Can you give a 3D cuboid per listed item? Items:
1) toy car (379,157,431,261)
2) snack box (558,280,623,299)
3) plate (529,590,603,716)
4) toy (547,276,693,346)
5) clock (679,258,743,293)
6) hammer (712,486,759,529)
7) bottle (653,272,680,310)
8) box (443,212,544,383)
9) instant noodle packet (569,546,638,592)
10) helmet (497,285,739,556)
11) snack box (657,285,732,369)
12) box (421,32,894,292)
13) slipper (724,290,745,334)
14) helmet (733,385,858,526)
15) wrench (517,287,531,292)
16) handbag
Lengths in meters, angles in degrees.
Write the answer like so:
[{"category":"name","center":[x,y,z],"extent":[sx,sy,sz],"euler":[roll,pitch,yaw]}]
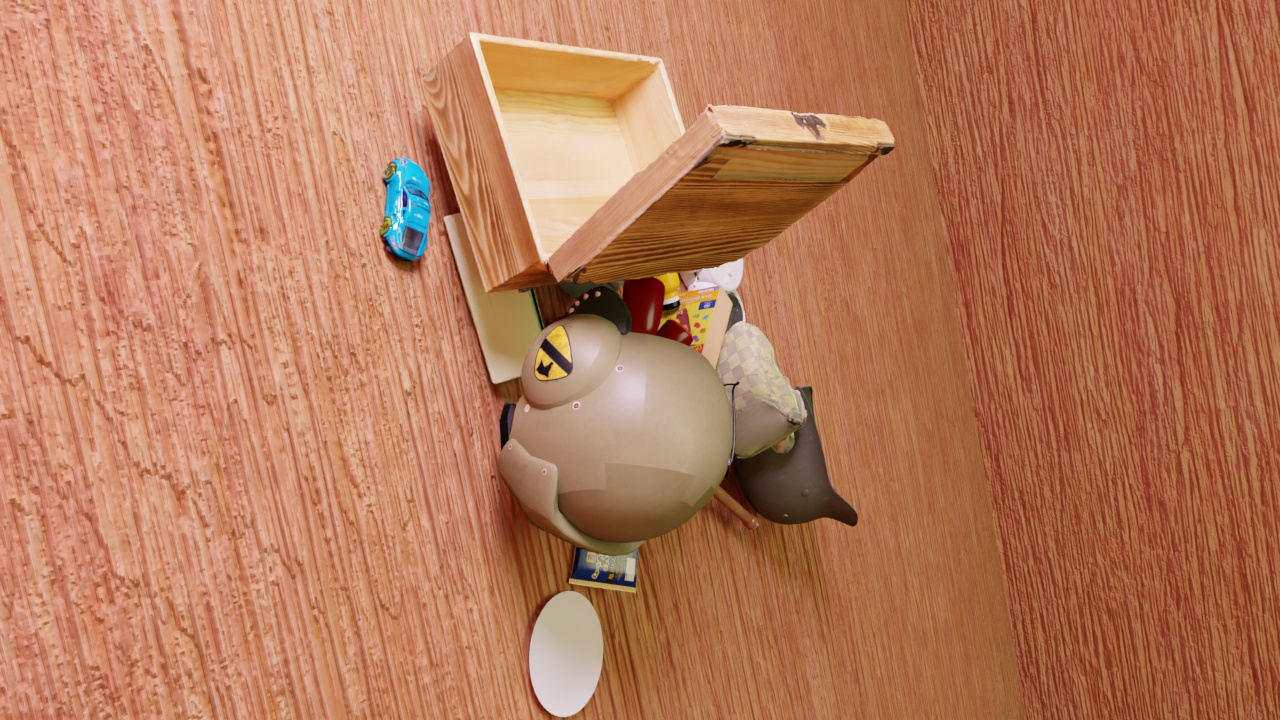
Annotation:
[{"category":"toy car","center":[-0.228,-0.150,0.903],"extent":[0.048,0.032,0.105],"euler":[21,64,-54]},{"category":"snack box","center":[-0.035,-0.156,1.138],"extent":[0.053,0.075,0.174],"euler":[41,57,-28]},{"category":"plate","center":[-0.085,0.328,1.032],"extent":[0.134,0.011,0.134],"euler":[20,66,-55]},{"category":"toy","center":[-0.007,0.006,1.106],"extent":[0.197,0.158,0.120],"euler":[55,8,-44]},{"category":"clock","center":[0.112,-0.161,1.402],"extent":[0.125,0.073,0.160],"euler":[65,36,-25]},{"category":"hammer","center":[0.095,0.174,1.288],"extent":[0.317,0.083,0.162],"euler":[44,48,-45]},{"category":"bottle","center":[0.024,-0.142,1.287],"extent":[0.043,0.043,0.144],"euler":[-34,112,-55]},{"category":"box","center":[-0.155,-0.074,1.004],"extent":[0.098,0.082,0.188],"euler":[-167,-118,-78]},{"category":"instant noodle packet","center":[-0.039,0.205,1.099],"extent":[0.087,0.026,0.134],"euler":[14,68,-25]},{"category":"helmet","center":[-0.034,0.075,0.924],"extent":[0.250,0.256,0.232],"euler":[35,51,-47]},{"category":"snack box","center":[0.070,-0.040,1.293],"extent":[0.040,0.088,0.125],"euler":[52,42,-38]},{"category":"box","center":[0.024,-0.204,0.880],"extent":[0.278,0.337,0.286],"euler":[-13,85,-48]},{"category":"slipper","center":[0.120,-0.024,1.396],"extent":[0.111,0.063,0.263],"euler":[64,34,-25]},{"category":"helmet","center":[0.222,0.156,1.404],"extent":[0.268,0.154,0.226],"euler":[74,2,-57]},{"category":"wrench","center":[-0.110,-0.154,1.041],"extent":[0.272,0.010,0.070],"euler":[-75,148,-57]},{"category":"handbag","center":[0.169,0.042,1.284],"extent":[0.116,0.113,0.186],"euler":[9,55,-44]}]
